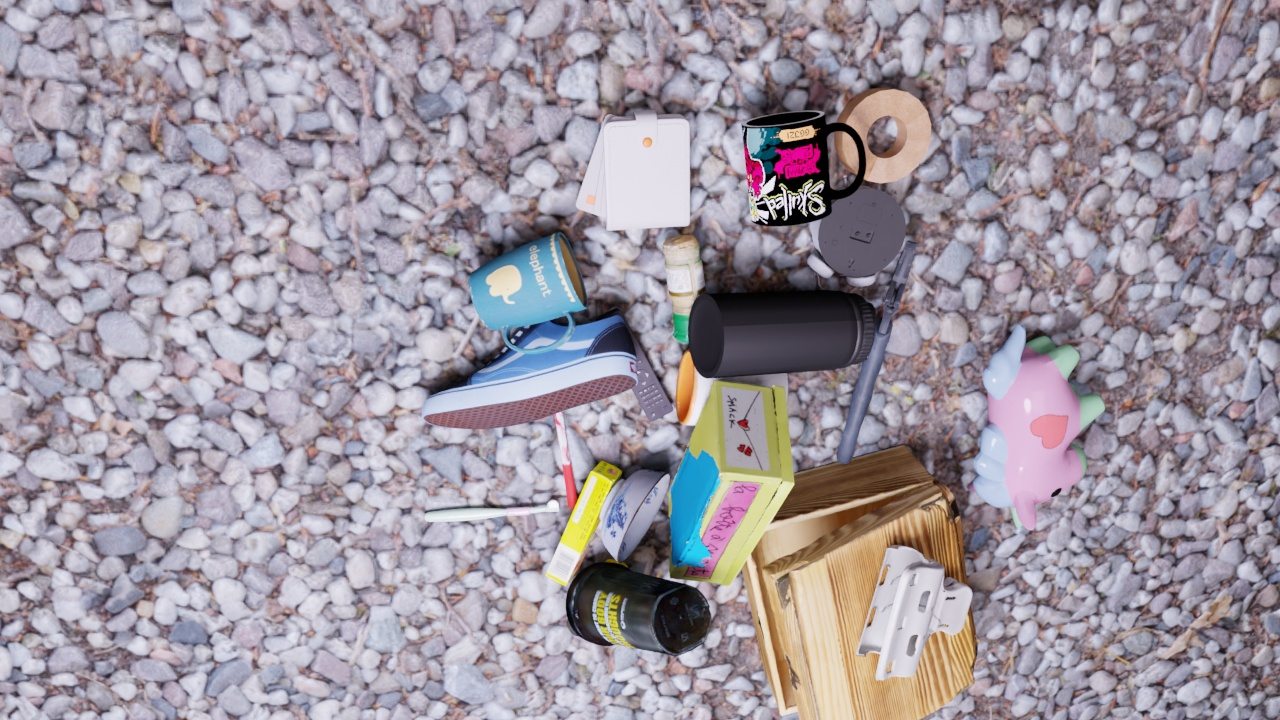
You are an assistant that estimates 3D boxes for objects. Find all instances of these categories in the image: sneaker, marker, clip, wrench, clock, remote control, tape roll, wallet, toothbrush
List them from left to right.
[{"bbox_3d":[-0.171,0.175,1.060,0.154,0.015,0.022,-4,142,-5],"label":"toothbrush"},{"bbox_3d":[-0.121,0.007,0.984,0.241,0.098,0.083,-15,156,12],"label":"sneaker"},{"bbox_3d":[-0.086,0.106,1.045,0.013,0.012,0.142,-8,112,-4],"label":"marker"},{"bbox_3d":[-0.009,-0.191,0.928,0.115,0.037,0.118,-4,115,-5],"label":"wallet"},{"bbox_3d":[-0.006,0.006,1.014,0.032,0.015,0.136,-27,112,4],"label":"remote control"},{"bbox_3d":[0.227,-0.129,0.980,0.094,0.035,0.123,14,109,-12],"label":"clock"},{"bbox_3d":[0.261,-0.004,1.024,0.022,0.073,0.274,17,116,13],"label":"wrench"},{"bbox_3d":[0.249,-0.232,0.946,0.094,0.027,0.094,-2,111,-6],"label":"tape roll"},{"bbox_3d":[0.280,0.258,0.971,0.151,0.101,0.126,-1,108,-53],"label":"clip"}]

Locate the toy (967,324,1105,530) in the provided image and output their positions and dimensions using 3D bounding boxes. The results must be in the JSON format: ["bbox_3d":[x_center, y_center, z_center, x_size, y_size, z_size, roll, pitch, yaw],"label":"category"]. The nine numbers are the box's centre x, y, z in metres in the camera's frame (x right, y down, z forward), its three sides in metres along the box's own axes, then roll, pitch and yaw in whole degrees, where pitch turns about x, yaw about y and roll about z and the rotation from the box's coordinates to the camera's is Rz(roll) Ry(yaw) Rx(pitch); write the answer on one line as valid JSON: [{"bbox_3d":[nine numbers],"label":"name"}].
[{"bbox_3d":[0.438,0.076,1.051,0.171,0.120,0.222,-38,112,-2],"label":"toy"}]

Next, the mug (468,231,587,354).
[{"bbox_3d":[-0.112,-0.062,0.931,0.104,0.084,0.112,-17,80,7],"label":"mug"}]

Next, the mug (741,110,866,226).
[{"bbox_3d":[0.165,-0.194,0.917,0.118,0.081,0.098,-5,112,11],"label":"mug"}]

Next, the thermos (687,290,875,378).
[{"bbox_3d":[0.158,-0.030,0.960,0.198,0.086,0.086,-3,112,-21],"label":"thermos"}]

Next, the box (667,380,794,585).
[{"bbox_3d":[0.088,0.134,0.963,0.079,0.124,0.222,7,138,-7],"label":"box"}]

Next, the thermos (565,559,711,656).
[{"bbox_3d":[-0.008,0.274,1.015,0.098,0.221,0.098,5,79,-27],"label":"thermos"}]

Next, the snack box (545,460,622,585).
[{"bbox_3d":[-0.066,0.189,1.061,0.029,0.040,0.148,27,108,10],"label":"snack box"}]

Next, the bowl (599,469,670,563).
[{"bbox_3d":[-0.014,0.167,1.038,0.045,0.114,0.114,28,107,15],"label":"bowl"}]

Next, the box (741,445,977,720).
[{"bbox_3d":[0.260,0.279,1.064,0.251,0.192,0.279,-16,110,-3],"label":"box"}]

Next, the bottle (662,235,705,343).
[{"bbox_3d":[0.048,-0.076,0.976,0.043,0.043,0.111,-11,111,-3],"label":"bottle"}]

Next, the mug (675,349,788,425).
[{"bbox_3d":[0.098,0.033,1.002,0.105,0.082,0.082,5,110,-10],"label":"mug"}]
